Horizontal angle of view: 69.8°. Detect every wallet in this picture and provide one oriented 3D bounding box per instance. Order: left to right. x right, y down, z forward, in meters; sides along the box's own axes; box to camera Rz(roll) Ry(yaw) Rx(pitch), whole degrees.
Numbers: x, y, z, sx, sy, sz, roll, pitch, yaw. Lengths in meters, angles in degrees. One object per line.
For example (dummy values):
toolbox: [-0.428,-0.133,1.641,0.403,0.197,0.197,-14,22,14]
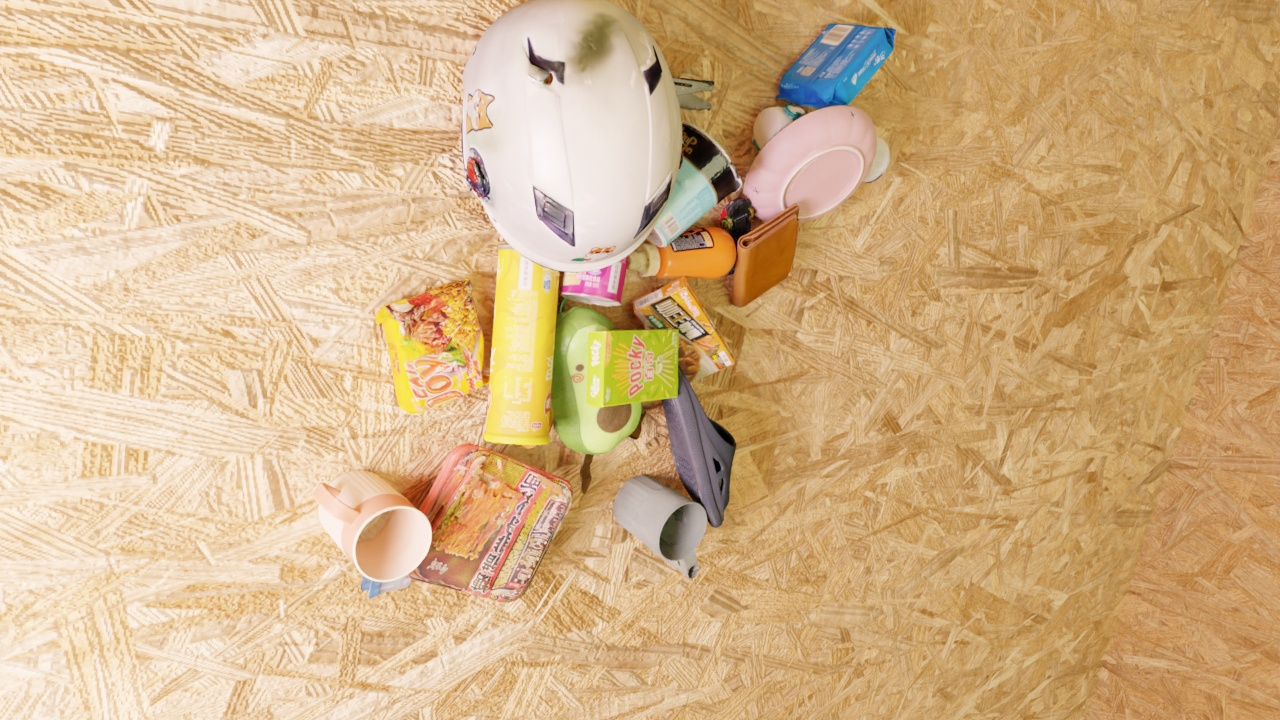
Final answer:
wallet: [0.173,-0.139,1.220,0.118,0.035,0.131,-37,154,-19]

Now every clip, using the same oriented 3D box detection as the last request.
clip: [-0.286,0.250,1.039,0.058,0.042,0.026,3,103,-43]

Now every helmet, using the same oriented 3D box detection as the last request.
helmet: [-0.054,-0.228,0.891,0.229,0.157,0.274,-8,94,-18]

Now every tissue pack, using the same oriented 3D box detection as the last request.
tissue pack: [0.254,-0.380,1.194,0.157,0.095,0.052,-49,136,-14]

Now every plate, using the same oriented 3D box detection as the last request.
plate: [0.228,-0.242,1.195,0.192,0.039,0.193,-19,148,-12]

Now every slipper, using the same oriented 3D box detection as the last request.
slipper: [0.089,0.109,1.221,0.083,0.110,0.268,-21,120,-8]

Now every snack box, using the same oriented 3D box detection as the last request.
snack box: [-0.006,0.006,1.066,0.156,0.026,0.086,-3,96,-56]
snack box: [0.057,-0.036,1.180,0.075,0.026,0.154,-24,131,15]

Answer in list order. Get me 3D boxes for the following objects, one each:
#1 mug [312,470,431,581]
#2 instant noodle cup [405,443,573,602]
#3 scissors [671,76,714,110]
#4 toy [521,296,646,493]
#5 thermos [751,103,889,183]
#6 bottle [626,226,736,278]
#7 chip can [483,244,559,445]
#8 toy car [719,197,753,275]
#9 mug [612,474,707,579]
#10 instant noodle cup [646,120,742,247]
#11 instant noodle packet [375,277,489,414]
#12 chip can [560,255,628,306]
mug: [-0.287,0.161,0.943,0.114,0.106,0.081,42,78,-41]
instant noodle cup: [-0.185,0.182,1.054,0.188,0.079,0.164,30,86,-43]
scissors: [0.004,-0.331,1.056,0.201,0.015,0.206,-43,128,-19]
toy: [-0.055,0.037,1.101,0.226,0.090,0.247,-41,132,-29]
thermos: [0.244,-0.293,1.235,0.223,0.073,0.073,3,104,-40]
bottle: [0.046,-0.129,1.143,0.149,0.067,0.067,-9,112,-29]
chip can: [-0.128,-0.016,0.999,0.072,0.072,0.213,3,91,-41]
toy car: [0.124,-0.165,1.207,0.049,0.031,0.106,-32,136,-32]
mug: [0.028,0.224,1.232,0.083,0.103,0.124,-31,125,-28]
instant noodle cup: [0.040,-0.202,1.085,0.120,0.111,0.111,-46,130,-6]
instant noodle packet: [-0.216,-0.011,0.979,0.110,0.044,0.128,-23,120,-28]
chip can: [-0.039,-0.169,1.018,0.071,0.071,0.210,12,87,-42]
